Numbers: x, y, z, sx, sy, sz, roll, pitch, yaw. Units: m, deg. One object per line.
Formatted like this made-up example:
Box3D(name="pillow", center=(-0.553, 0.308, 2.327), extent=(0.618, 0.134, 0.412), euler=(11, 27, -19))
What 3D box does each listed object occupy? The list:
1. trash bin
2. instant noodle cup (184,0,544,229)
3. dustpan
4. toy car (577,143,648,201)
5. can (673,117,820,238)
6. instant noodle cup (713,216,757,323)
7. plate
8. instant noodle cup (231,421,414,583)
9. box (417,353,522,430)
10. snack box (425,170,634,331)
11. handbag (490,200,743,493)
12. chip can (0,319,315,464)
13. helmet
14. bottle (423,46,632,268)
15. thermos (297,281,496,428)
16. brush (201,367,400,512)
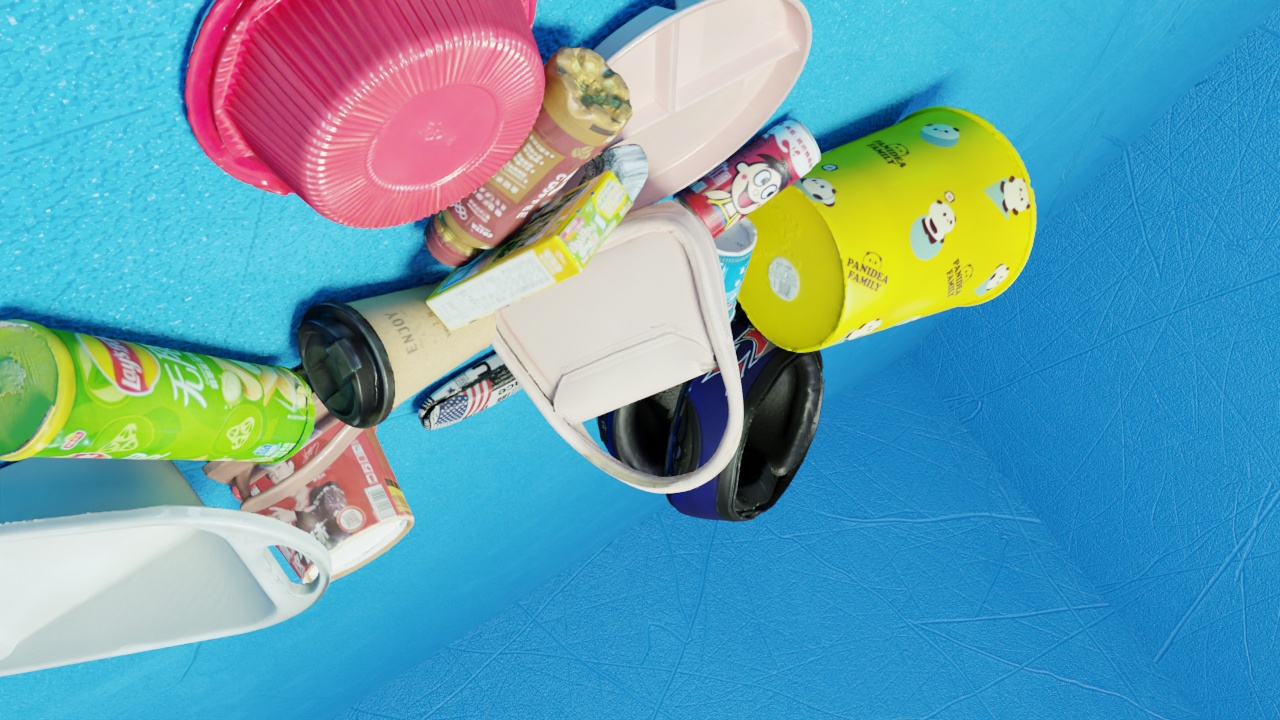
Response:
Box3D(name="trash bin", center=(0.245, -0.133, 0.983), extent=(0.254, 0.229, 0.230), euler=(-21, 160, -29))
Box3D(name="instant noodle cup", center=(-0.118, -0.132, 0.460), extent=(0.193, 0.066, 0.194), euler=(-33, 164, -11))
Box3D(name="dustpan", center=(-0.358, 0.157, 0.618), extent=(0.257, 0.142, 0.223), euler=(-33, 153, -24))
Box3D(name="toy car", center=(-0.026, -0.119, 0.658), extent=(0.042, 0.034, 0.091), euler=(-23, 164, -39))
Box3D(name="can", center=(0.100, -0.168, 0.853), extent=(0.132, 0.053, 0.053), euler=(-35, 165, -1))
Box3D(name="instant noodle cup", center=(0.068, -0.099, 0.941), extent=(0.099, 0.099, 0.110), euler=(-26, 154, -32))
Box3D(name="plate", center=(0.020, -0.183, 0.662), extent=(0.229, 0.028, 0.230), euler=(-29, 164, -9))
Box3D(name="instant noodle cup", center=(-0.278, 0.128, 0.824), extent=(0.137, 0.108, 0.138), euler=(-33, 165, -10))
Box3D(name="box", center=(-0.149, 0.018, 0.918), extent=(0.164, 0.051, 0.068), euler=(-31, 155, -22))
Box3D(name="snack box", center=(-0.078, -0.074, 0.634), extent=(0.141, 0.034, 0.086), euler=(-21, -154, 40))
Box3D(name="handbag", center=(-0.004, 0.004, 0.755), extent=(0.194, 0.234, 0.093), euler=(-22, -172, 19))
Box3D(name="chip can", center=(-0.289, 0.027, 0.559), extent=(0.073, 0.072, 0.221), euler=(-38, 166, 8))
Box3D(name="helmet", center=(0.064, 0.052, 1.075), extent=(0.314, 0.241, 0.247), euler=(-24, 125, -59))
Box3D(name="bottle", center=(-0.078, -0.119, 0.576), extent=(0.057, 0.057, 0.175), euler=(-19, 167, -48))
Box3D(name="thermos", center=(-0.175, -0.013, 0.670), extent=(0.142, 0.093, 0.093), euler=(-30, 166, -48))
Box3D(name="brush", center=(-0.257, 0.050, 0.703), extent=(0.145, 0.073, 0.063), euler=(-35, 165, -9))
